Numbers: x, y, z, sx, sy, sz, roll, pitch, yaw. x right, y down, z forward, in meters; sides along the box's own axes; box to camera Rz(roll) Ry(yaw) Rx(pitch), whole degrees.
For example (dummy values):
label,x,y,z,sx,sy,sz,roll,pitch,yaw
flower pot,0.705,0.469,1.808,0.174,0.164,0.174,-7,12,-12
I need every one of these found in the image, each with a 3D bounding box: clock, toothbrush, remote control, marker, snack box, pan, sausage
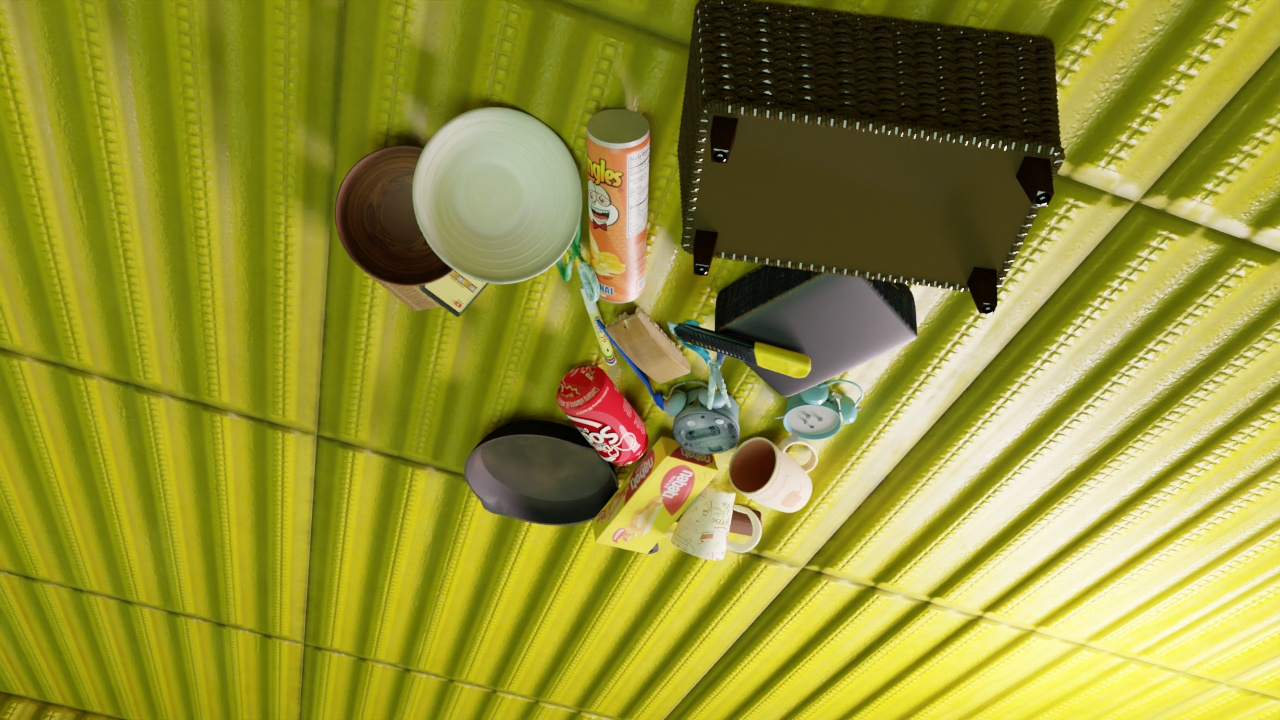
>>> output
label,x,y,z,sx,sy,sz,roll,pitch,yaw
clock,0.082,0.071,1.210,0.089,0.051,0.124,-13,132,25
toothbrush,-0.007,0.007,1.177,0.011,0.016,0.187,-20,134,18
remote control,-0.186,-0.114,1.038,0.058,0.013,0.133,38,100,-28
clock,0.234,0.062,1.179,0.087,0.041,0.123,28,136,-19
marker,-0.052,-0.044,1.138,0.014,0.014,0.132,-4,136,14
snack box,0.019,0.197,1.321,0.092,0.042,0.201,19,124,-27
pan,-0.098,0.199,1.386,0.249,0.043,0.356,-30,126,34
sausage,0.109,0.236,1.394,0.155,0.040,0.040,11,138,-1

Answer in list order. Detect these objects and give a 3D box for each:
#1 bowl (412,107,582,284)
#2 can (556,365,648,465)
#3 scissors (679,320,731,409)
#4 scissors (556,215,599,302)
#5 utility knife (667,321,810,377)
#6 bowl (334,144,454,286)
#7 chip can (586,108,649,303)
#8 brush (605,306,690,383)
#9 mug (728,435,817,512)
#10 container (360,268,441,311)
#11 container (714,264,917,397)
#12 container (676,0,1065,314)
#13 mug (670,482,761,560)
label,x,y,z,sx,sy,sz,roll,pitch,yaw
bowl,-0.152,-0.169,0.955,0.176,0.176,0.058,31,174,-22
can,-0.049,0.073,1.219,0.075,0.074,0.142,-15,132,25
scissors,0.103,0.006,1.134,0.086,0.015,0.135,-15,110,16
scissors,-0.070,-0.119,1.016,0.012,0.119,0.129,-25,156,-24
utility knife,0.109,-0.015,1.029,0.171,0.020,0.029,16,137,-7
bowl,-0.253,-0.156,0.996,0.147,0.069,0.147,-2,100,-15
chip can,-0.024,-0.158,0.973,0.062,0.062,0.211,6,138,4
brush,0.011,-0.020,1.134,0.049,0.039,0.117,-23,128,30
mug,0.194,0.153,1.266,0.111,0.085,0.104,-47,129,10
container,-0.270,-0.109,1.075,0.061,0.063,0.114,-20,130,38
container,0.197,-0.050,1.042,0.188,0.071,0.145,-28,126,34
container,0.191,-0.173,0.811,0.321,0.204,0.177,8,138,2
mug,0.115,0.236,1.332,0.122,0.097,0.081,17,-177,14
